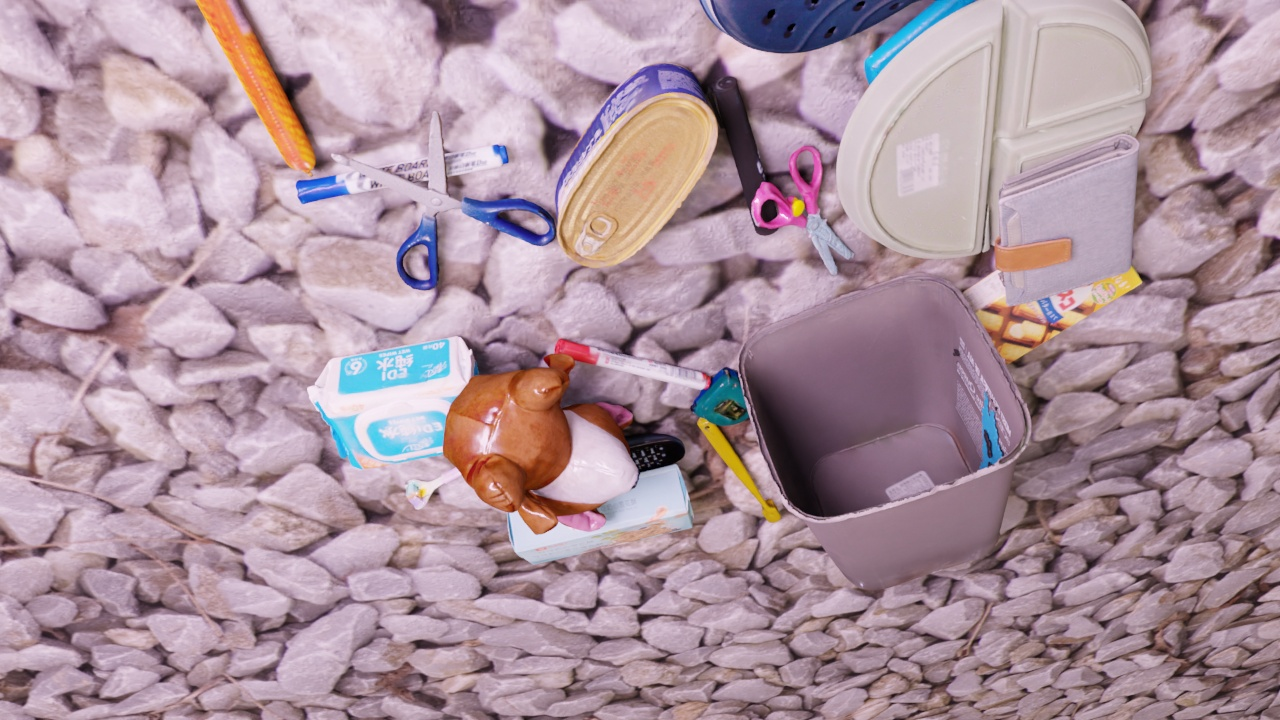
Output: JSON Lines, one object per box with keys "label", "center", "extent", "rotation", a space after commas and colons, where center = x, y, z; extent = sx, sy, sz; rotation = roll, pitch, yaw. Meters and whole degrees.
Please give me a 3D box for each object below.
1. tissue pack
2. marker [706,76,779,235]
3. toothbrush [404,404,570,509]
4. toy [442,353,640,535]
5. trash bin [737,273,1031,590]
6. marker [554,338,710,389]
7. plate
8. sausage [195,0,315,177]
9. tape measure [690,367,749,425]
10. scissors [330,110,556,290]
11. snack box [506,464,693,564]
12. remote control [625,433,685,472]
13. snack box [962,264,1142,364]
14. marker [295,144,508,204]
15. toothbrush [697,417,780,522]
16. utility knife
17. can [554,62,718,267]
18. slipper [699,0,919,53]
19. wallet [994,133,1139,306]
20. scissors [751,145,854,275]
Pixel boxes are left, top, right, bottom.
{"label": "tissue pack", "center": [-0.193, 0.039, 0.761], "extent": [0.140, 0.063, 0.090], "rotation": [-10, 135, -1]}
{"label": "marker", "center": [0.076, -0.144, 0.663], "extent": [0.022, 0.020, 0.132], "rotation": [-14, 135, 13]}
{"label": "toothbrush", "center": [-0.139, 0.087, 0.851], "extent": [0.190, 0.029, 0.020], "rotation": [-28, 175, 15]}
{"label": "toy", "center": [-0.064, 0.073, 0.749], "extent": [0.130, 0.140, 0.199], "rotation": [18, 169, 27]}
{"label": "trash bin", "center": [0.218, 0.079, 0.802], "extent": [0.199, 0.198, 0.220], "rotation": [-21, 141, 9]}
{"label": "marker", "center": [-0.005, 0.005, 0.797], "extent": [0.145, 0.017, 0.017], "rotation": [13, 130, -23]}
{"label": "plate", "center": [0.255, -0.157, 0.659], "extent": [0.230, 0.027, 0.231], "rotation": [-8, 140, -7]}
{"label": "sausage", "center": [-0.239, -0.181, 0.563], "extent": [0.021, 0.021, 0.165], "rotation": [-13, 135, 2]}
{"label": "tape measure", "center": [0.081, 0.037, 0.840], "extent": [0.054, 0.025, 0.058], "rotation": [22, 127, -28]}
{"label": "scissors", "center": [-0.138, -0.105, 0.650], "extent": [0.175, 0.012, 0.163], "rotation": [11, 140, -31]}
{"label": "snack box", "center": [-0.037, 0.152, 0.897], "extent": [0.175, 0.051, 0.074], "rotation": [-14, 158, 2]}
{"label": "remote control", "center": [-0.025, 0.093, 0.875], "extent": [0.136, 0.024, 0.053], "rotation": [-14, 142, 4]}
{"label": "snack box", "center": [0.348, -0.058, 0.794], "extent": [0.141, 0.033, 0.087], "rotation": [-37, 130, 22]}
{"label": "marker", "center": [-0.164, -0.129, 0.633], "extent": [0.146, 0.016, 0.017], "rotation": [-11, 135, -1]}
{"label": "toothbrush", "center": [0.102, 0.111, 0.926], "extent": [0.016, 0.016, 0.190], "rotation": [-24, 133, 14]}
{"label": "utility knife", "center": [0.222, -0.243, 0.595], "extent": [0.186, 0.018, 0.034], "rotation": [-39, 144, 23]}
{"label": "can", "center": [-0.007, -0.133, 0.636], "extent": [0.074, 0.049, 0.148], "rotation": [20, 127, -27]}
{"label": "slipper", "center": [0.158, -0.247, 0.528], "extent": [0.253, 0.095, 0.105], "rotation": [-25, 131, 9]}
{"label": "wallet", "center": [0.323, -0.097, 0.697], "extent": [0.107, 0.037, 0.130], "rotation": [-21, 138, 9]}
{"label": "scissors", "center": [0.138, -0.114, 0.706], "extent": [0.137, 0.017, 0.077], "rotation": [27, 99, -44]}
